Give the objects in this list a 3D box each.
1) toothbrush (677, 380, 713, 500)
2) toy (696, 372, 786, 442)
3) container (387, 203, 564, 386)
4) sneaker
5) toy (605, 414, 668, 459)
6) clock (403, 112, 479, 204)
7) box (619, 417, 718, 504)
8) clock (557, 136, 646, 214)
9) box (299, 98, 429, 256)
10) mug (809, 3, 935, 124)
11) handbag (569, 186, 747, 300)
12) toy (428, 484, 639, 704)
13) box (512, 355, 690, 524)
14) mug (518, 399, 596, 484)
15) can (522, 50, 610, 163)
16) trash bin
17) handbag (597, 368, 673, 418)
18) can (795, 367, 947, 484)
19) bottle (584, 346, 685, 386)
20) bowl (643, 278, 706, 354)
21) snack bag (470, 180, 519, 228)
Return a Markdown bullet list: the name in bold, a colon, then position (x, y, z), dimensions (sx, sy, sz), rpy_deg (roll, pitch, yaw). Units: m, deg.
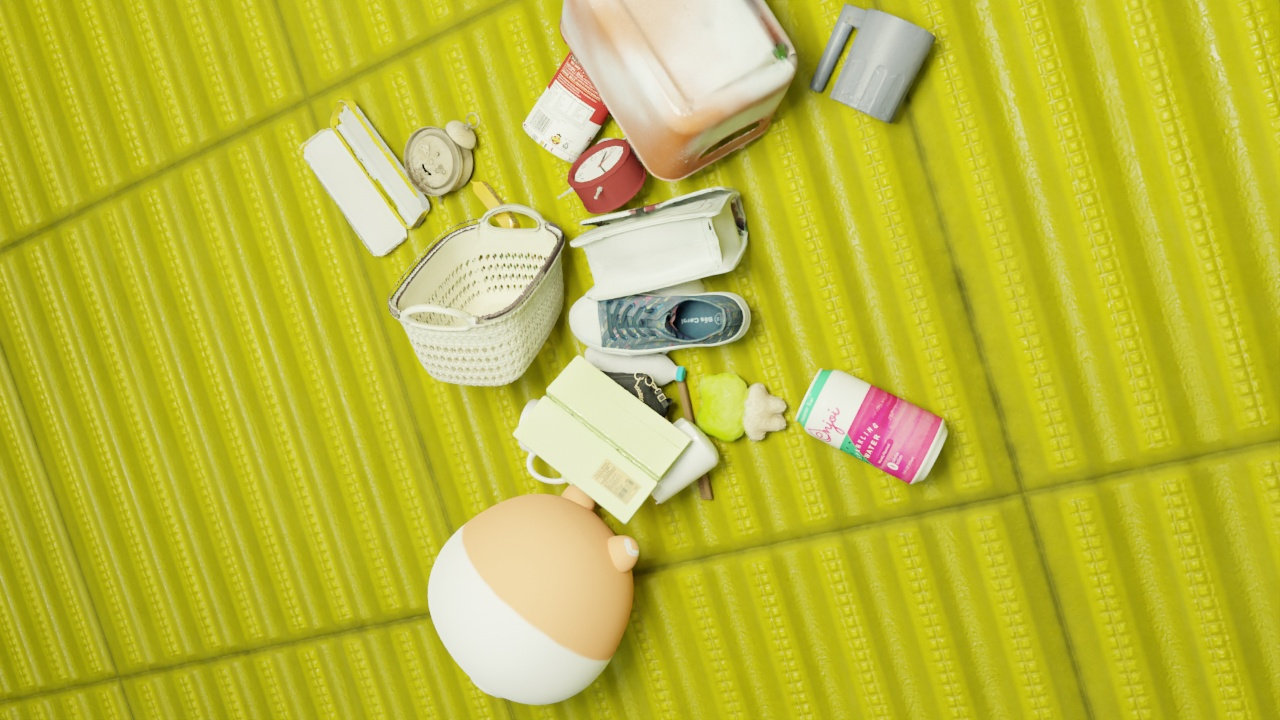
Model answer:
- **toothbrush**: position (0.072, 0.108, 1.230), dimensions (0.016, 0.016, 0.167), rpy_deg (-11, 96, 21)
- **toy**: position (0.131, 0.062, 1.187), dimensions (0.118, 0.043, 0.092), rpy_deg (6, 98, 16)
- **container**: position (-0.196, -0.080, 1.178), dimensions (0.185, 0.250, 0.143), rpy_deg (3, 128, 18)
- **sneaker**: position (0.015, -0.045, 1.135), dimensions (0.236, 0.079, 0.087), rpy_deg (0, 98, 20)
- **toy**: position (0.006, 0.116, 1.239), dimensions (0.105, 0.053, 0.108), rpy_deg (-40, 90, 9)
- **clock**: position (-0.264, -0.288, 1.267), dimensions (0.141, 0.054, 0.093), rpy_deg (-42, 84, 28)
- **box**: position (0.014, 0.138, 1.180), dimensions (0.165, 0.084, 0.094), rpy_deg (-37, 102, -2)
- **clock**: position (-0.038, -0.242, 1.162), dimensions (0.096, 0.137, 0.048), rpy_deg (10, 147, 43)
- **box**: position (-0.398, -0.263, 1.328), dimensions (0.128, 0.045, 0.209), rpy_deg (-39, 86, 22)
- **mug**: position (0.261, -0.344, 1.059), dimensions (0.124, 0.083, 0.104), rpy_deg (37, 113, 36)
- **handbag**: position (0.026, -0.152, 1.137), dimensions (0.199, 0.141, 0.096), rpy_deg (-11, 111, 20)
- **toy**: position (-0.132, 0.305, 1.216), dimensions (0.281, 0.265, 0.263), rpy_deg (-49, 48, 2)
- **box**: position (-0.049, 0.097, 1.139), dimensions (0.187, 0.030, 0.138), rpy_deg (38, 76, 15)
- **mug**: position (-0.116, 0.114, 1.260), dimensions (0.090, 0.074, 0.110), rpy_deg (9, 78, 18)
- **can**: position (-0.085, -0.326, 1.177), dimensions (0.086, 0.086, 0.117), rpy_deg (41, 109, 10)
- **trash bin**: position (0.041, -0.365, 1.051), dimensions (0.181, 0.157, 0.259), rpy_deg (-31, 87, -11)
- **handbag**: position (-0.022, 0.042, 1.206), dimensions (0.129, 0.054, 0.079), rpy_deg (4, 134, 31)
- **can**: position (0.279, 0.077, 1.110), dimensions (0.166, 0.088, 0.088), rpy_deg (26, 107, 14)
- **bottle**: position (-0.007, 0.007, 1.227), dimensions (0.136, 0.044, 0.044), rpy_deg (10, 102, 18)
- **bowl**: position (0.028, -0.069, 1.197), dimensions (0.115, 0.050, 0.115), rpy_deg (3, 100, 19)
- **snack bag**: position (-0.199, -0.213, 1.270), dimensions (0.020, 0.026, 0.099), rpy_deg (-40, 83, 15)
